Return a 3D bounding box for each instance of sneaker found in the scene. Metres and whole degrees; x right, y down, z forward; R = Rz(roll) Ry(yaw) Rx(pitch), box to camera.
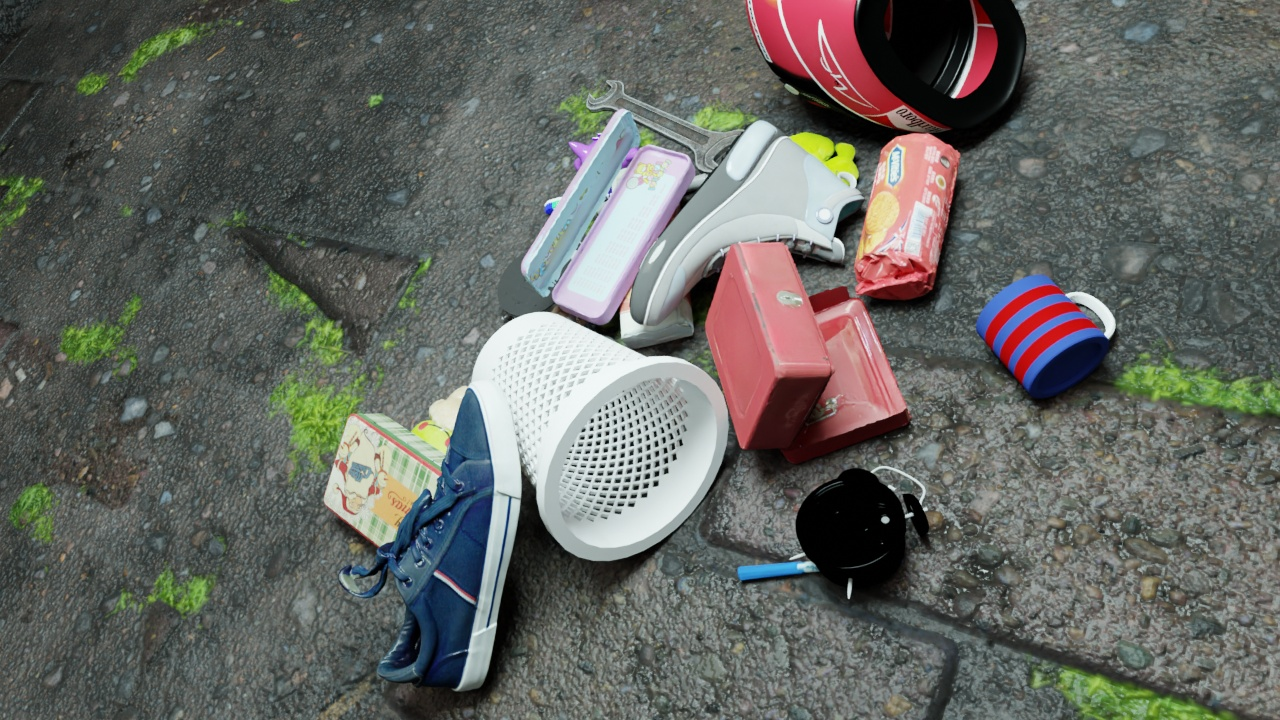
[{"bbox_3d":[0.111,-0.111,0.924,0.160,0.093,0.256,33,75,8],"label":"sneaker"},{"bbox_3d":[-0.187,0.157,0.816,0.121,0.127,0.295,30,111,60],"label":"sneaker"}]

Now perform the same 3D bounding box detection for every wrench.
[{"bbox_3d":[0.029,-0.292,1.132,0.273,0.010,0.070,35,80,36],"label":"wrench"}]

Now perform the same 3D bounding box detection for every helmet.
[{"bbox_3d":[0.229,-0.355,0.943,0.198,0.270,0.225,-57,33,3],"label":"helmet"}]

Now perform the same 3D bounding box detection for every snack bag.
[{"bbox_3d":[0.012,-0.121,1.010,0.078,0.041,0.224,-13,63,17],"label":"snack bag"},{"bbox_3d":[0.261,-0.139,0.892,0.082,0.082,0.176,7,65,28],"label":"snack bag"}]

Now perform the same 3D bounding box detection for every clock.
[{"bbox_3d":[-0.110,-0.092,1.063,0.094,0.035,0.122,24,73,34],"label":"clock"},{"bbox_3d":[0.187,0.137,0.770,0.120,0.042,0.091,-44,44,-18],"label":"clock"}]

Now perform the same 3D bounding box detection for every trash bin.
[{"bbox_3d":[-0.056,0.051,0.870,0.195,0.195,0.200,-48,44,-7],"label":"trash bin"}]

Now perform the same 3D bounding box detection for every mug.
[{"bbox_3d":[0.357,-0.025,0.785,0.111,0.075,0.076,-15,51,-16],"label":"mug"}]

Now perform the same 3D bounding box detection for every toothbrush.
[{"bbox_3d":[-0.032,-0.202,1.104,0.187,0.015,0.016,-9,63,20],"label":"toothbrush"}]

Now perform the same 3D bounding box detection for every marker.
[{"bbox_3d":[0.154,0.178,0.791,0.142,0.013,0.013,-10,58,19],"label":"marker"},{"bbox_3d":[0.013,-0.194,1.077,0.141,0.016,0.016,-12,57,19],"label":"marker"}]

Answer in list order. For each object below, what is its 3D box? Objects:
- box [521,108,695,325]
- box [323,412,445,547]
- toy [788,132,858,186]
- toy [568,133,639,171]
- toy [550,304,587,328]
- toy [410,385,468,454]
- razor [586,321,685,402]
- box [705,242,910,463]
[{"bbox_3d":[-0.036,-0.155,0.966,0.089,0.093,0.214,24,77,30],"label":"box"},{"bbox_3d":[-0.243,0.140,0.951,0.206,0.049,0.118,27,105,33],"label":"box"},{"bbox_3d":[0.185,-0.212,0.995,0.094,0.036,0.093,-28,62,11],"label":"toy"},{"bbox_3d":[-0.041,-0.249,1.109,0.088,0.056,0.106,-16,35,4],"label":"toy"},{"bbox_3d":[-0.087,-0.034,1.012,0.055,0.041,0.102,35,89,-2],"label":"toy"},{"bbox_3d":[-0.210,0.082,1.000,0.092,0.043,0.117,22,76,35],"label":"toy"},{"bbox_3d":[-0.006,0.006,0.966,0.144,0.043,0.022,33,35,31],"label":"razor"},{"bbox_3d":[0.131,-0.011,0.824,0.152,0.165,0.157,-26,53,15],"label":"box"}]
